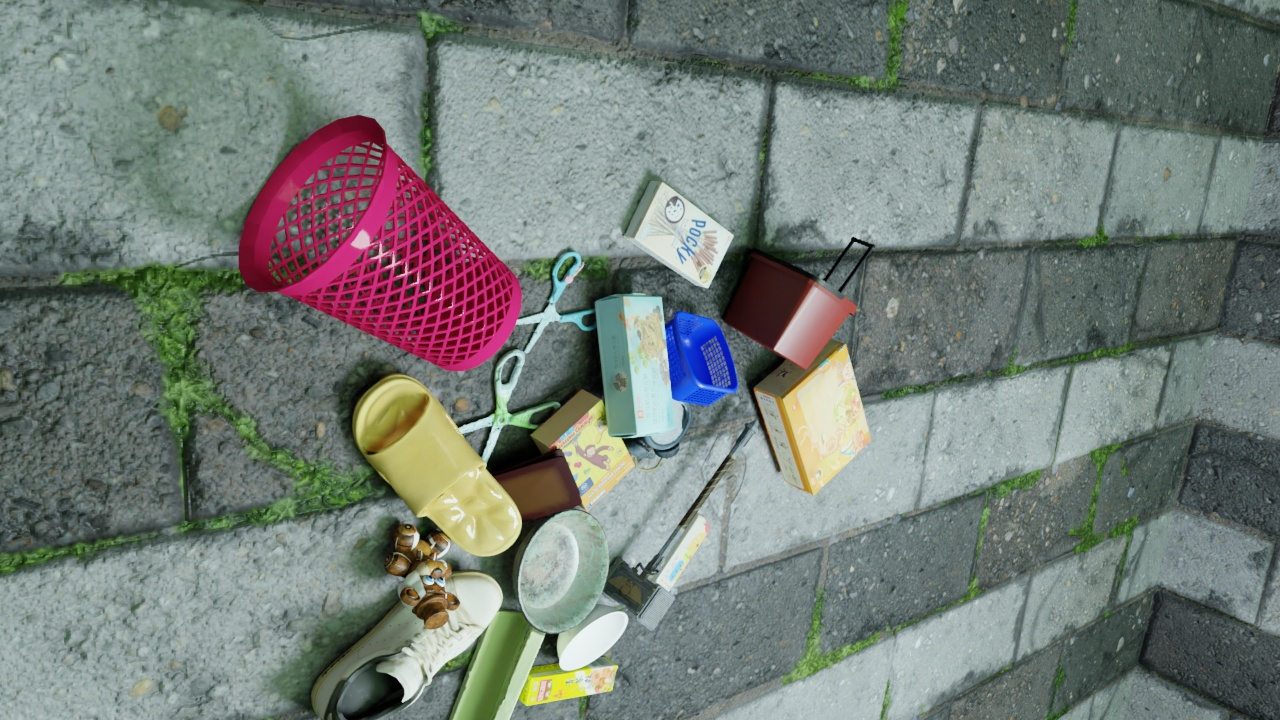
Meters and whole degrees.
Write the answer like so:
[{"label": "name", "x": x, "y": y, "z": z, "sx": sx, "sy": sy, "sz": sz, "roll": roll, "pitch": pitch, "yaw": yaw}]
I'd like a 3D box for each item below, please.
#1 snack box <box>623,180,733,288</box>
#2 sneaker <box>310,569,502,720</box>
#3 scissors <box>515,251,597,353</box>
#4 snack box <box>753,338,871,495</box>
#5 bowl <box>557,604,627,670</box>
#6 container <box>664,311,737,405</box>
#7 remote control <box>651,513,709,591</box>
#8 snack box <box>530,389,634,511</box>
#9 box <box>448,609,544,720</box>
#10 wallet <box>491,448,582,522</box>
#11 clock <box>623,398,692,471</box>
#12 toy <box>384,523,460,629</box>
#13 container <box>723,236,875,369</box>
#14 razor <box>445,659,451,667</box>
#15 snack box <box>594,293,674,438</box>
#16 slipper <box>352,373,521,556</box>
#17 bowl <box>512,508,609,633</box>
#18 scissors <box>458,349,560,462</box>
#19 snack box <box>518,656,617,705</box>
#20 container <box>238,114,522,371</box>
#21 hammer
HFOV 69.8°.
[{"label": "snack box", "x": 0.052, "y": -0.161, "z": 1.187, "sx": 0.150, "sy": 0.026, "sz": 0.082, "roll": 28, "pitch": 85, "yaw": -40}, {"label": "sneaker", "x": -0.256, "y": 0.326, "z": 1.032, "sx": 0.241, "sy": 0.102, "sz": 0.089, "roll": -36, "pitch": 102, "yaw": -21}, {"label": "scissors", "x": -0.093, "y": -0.059, "z": 1.115, "sx": 0.125, "sy": 0.015, "sz": 0.136, "roll": 34, "pitch": 88, "yaw": -39}, {"label": "snack box", "x": 0.260, "y": 0.080, "z": 1.396, "sx": 0.144, "sy": 0.081, "sz": 0.195, "roll": -38, "pitch": 125, "yaw": -24}, {"label": "bowl", "x": -0.074, "y": 0.363, "z": 1.236, "sx": 0.109, "sy": 0.040, "sz": 0.110, "roll": -28, "pitch": 144, "yaw": -23}, {"label": "container", "x": 0.068, "y": 0.001, "z": 1.201, "sx": 0.096, "sy": 0.058, "sz": 0.114, "roll": 11, "pitch": 53, "yaw": -41}, {"label": "remote control", "x": 0.059, "y": 0.281, "z": 1.341, "sx": 0.125, "sy": 0.018, "sz": 0.038, "roll": -53, "pitch": 129, "yaw": -15}, {"label": "snack box", "x": -0.071, "y": 0.114, "z": 1.158, "sx": 0.088, "sy": 0.040, "sz": 0.126, "roll": -42, "pitch": 132, "yaw": -21}, {"label": "box", "x": -0.177, "y": 0.415, "z": 1.173, "sx": 0.188, "sy": 0.089, "sz": 0.077, "roll": -70, "pitch": 162, "yaw": 0}, {"label": "wallet", "x": -0.136, "y": 0.159, "z": 1.111, "sx": 0.115, "sy": 0.018, "sz": 0.091, "roll": -19, "pitch": 127, "yaw": -1}, {"label": "clock", "x": 0.020, "y": 0.087, "z": 1.226, "sx": 0.090, "sy": 0.052, "sz": 0.129, "roll": 4, "pitch": 106, "yaw": -40}, {"label": "toy", "x": -0.242, "y": 0.244, "z": 1.029, "sx": 0.087, "sy": 0.112, "sz": 0.067, "roll": 24, "pitch": 110, "yaw": -45}, {"label": "container", "x": 0.225, "y": -0.105, "z": 1.265, "sx": 0.127, "sy": 0.148, "sz": 0.201, "roll": 28, "pitch": 95, "yaw": -42}, {"label": "razor", "x": -0.280, "y": 0.375, "z": 1.096, "sx": 0.105, "sy": 0.026, "sz": 0.042, "roll": -31, "pitch": 124, "yaw": -23}, {"label": "snack box", "x": -0.007, "y": 0.007, "z": 1.137, "sx": 0.074, "sy": 0.053, "sz": 0.174, "roll": -3, "pitch": 86, "yaw": -48}, {"label": "slipper", "x": -0.219, "y": 0.132, "z": 1.014, "sx": 0.099, "sy": 0.078, "sz": 0.263, "roll": -36, "pitch": 121, "yaw": -3}, {"label": "bowl", "x": -0.108, "y": 0.265, "z": 1.171, "sx": 0.157, "sy": 0.039, "sz": 0.157, "roll": -6, "pitch": 98, "yaw": -47}, {"label": "scissors", "x": -0.169, "y": 0.064, "z": 1.092, "sx": 0.171, "sy": 0.023, "sz": 0.169, "roll": -15, "pitch": 119, "yaw": -38}, {"label": "snack box", "x": -0.099, "y": 0.437, "z": 1.256, "sx": 0.147, "sy": 0.029, "sz": 0.040, "roll": 7, "pitch": 99, "yaw": -40}, {"label": "container", "x": -0.234, "y": -0.092, "z": 0.893, "sx": 0.225, "sy": 0.183, "sz": 0.183, "roll": 39, "pitch": 78, "yaw": -47}, {"label": "hammer", "x": 0.071, "y": 0.212, "z": 1.274, "sx": 0.321, "sy": 0.098, "sz": 0.044, "roll": -53, "pitch": 129, "yaw": -13}]
